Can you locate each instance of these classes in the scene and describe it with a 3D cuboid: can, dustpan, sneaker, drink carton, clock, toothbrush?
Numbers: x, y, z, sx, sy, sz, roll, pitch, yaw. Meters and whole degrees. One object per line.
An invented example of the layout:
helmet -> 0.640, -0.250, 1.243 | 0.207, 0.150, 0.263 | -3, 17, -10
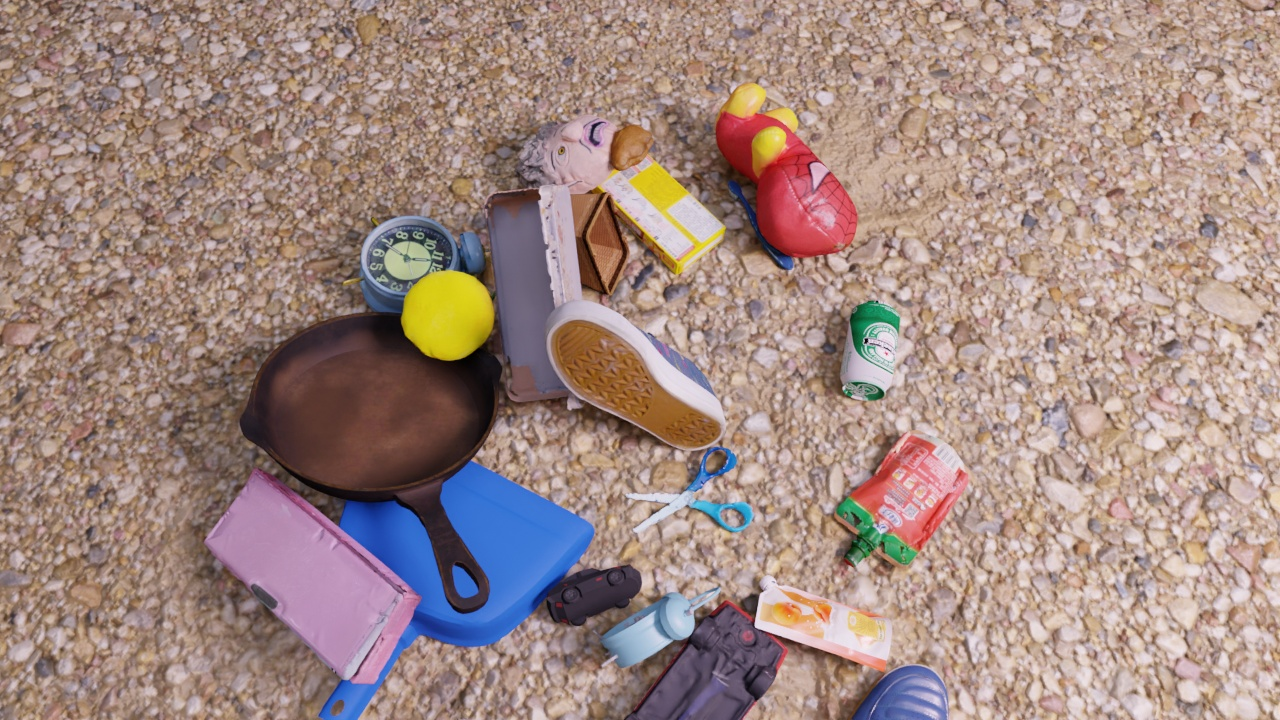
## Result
can -> 0.242, -0.012, 0.964 | 0.053, 0.053, 0.101 | 13, 65, 5
dustpan -> -0.211, 0.213, 0.849 | 0.245, 0.060, 0.256 | 25, 57, 10
sneaker -> 0.217, 0.371, 0.767 | 0.116, 0.091, 0.241 | 19, 66, 10
sneaker -> -0.005, 0.005, 0.886 | 0.088, 0.235, 0.079 | -31, 43, 25
drink carton -> 0.167, 0.242, 0.850 | 0.122, 0.039, 0.069 | 17, 32, 5
clock -> 0.018, 0.234, 0.830 | 0.123, 0.087, 0.042 | -29, 82, -2
clock -> -0.229, -0.095, 0.991 | 0.162, 0.060, 0.117 | 11, 64, 0
toothbrush -> 0.136, -0.154, 1.050 | 0.021, 0.016, 0.132 | -27, 71, -12

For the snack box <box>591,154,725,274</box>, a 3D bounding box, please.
snack box -> 0.019, -0.173, 1.050 | 0.075, 0.025, 0.152 | -38, 72, -17

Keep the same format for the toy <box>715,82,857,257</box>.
toy -> 0.162, -0.201, 1.019 | 0.147, 0.099, 0.216 | 6, 52, -47

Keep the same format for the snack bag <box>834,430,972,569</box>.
snack bag -> 0.254, 0.143, 0.904 | 0.087, 0.044, 0.155 | 39, 74, 21

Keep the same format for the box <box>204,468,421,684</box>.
box -> -0.299, 0.186, 0.818 | 0.233, 0.046, 0.098 | 29, 88, 31

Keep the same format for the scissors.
scissors -> 0.046, 0.128, 0.920 | 0.133, 0.015, 0.103 | 1, 69, 4

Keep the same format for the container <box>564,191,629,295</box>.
container -> -0.058, -0.129, 0.986 | 0.061, 0.114, 0.063 | 14, 65, 19

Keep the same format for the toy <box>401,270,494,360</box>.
toy -> -0.192, -0.046, 0.920 | 0.094, 0.041, 0.095 | -25, 75, -9

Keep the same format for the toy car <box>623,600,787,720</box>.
toy car -> 0.048, 0.306, 0.811 | 0.081, 0.056, 0.189 | 37, 68, 16

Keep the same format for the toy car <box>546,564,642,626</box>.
toy car -> -0.044, 0.215, 0.862 | 0.091, 0.042, 0.036 | -20, 42, -11

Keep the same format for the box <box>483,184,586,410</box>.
box -> -0.105, -0.063, 0.913 | 0.108, 0.094, 0.216 | -2, 102, 20

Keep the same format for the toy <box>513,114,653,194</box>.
toy -> -0.068, -0.229, 1.022 | 0.176, 0.076, 0.132 | -8, 59, 28

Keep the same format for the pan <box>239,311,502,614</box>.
pan -> -0.222, 0.090, 0.853 | 0.248, 0.043, 0.356 | -16, 52, -27
